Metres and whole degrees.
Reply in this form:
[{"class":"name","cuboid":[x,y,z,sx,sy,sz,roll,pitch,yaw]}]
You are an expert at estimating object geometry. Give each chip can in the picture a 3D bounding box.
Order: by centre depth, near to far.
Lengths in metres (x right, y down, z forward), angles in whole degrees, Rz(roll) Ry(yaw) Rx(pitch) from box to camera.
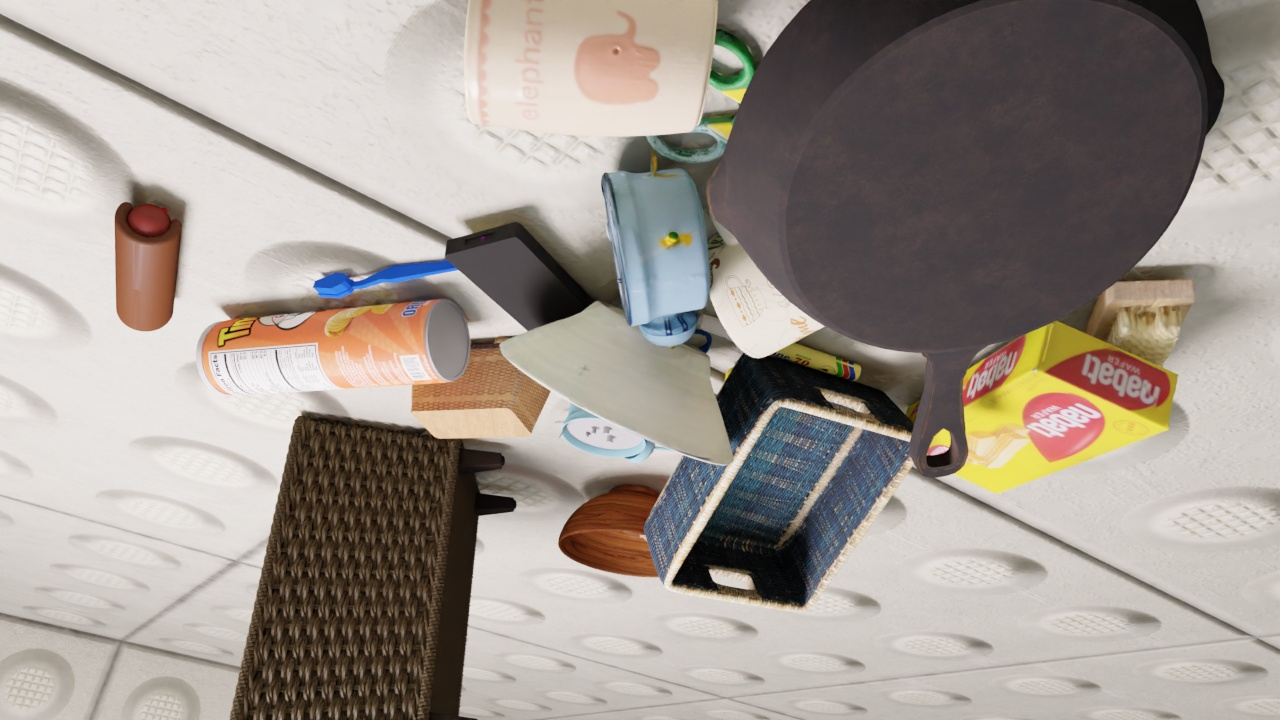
[{"class":"chip can","cuboid":[-0.240,-0.008,0.715,0.211,0.062,0.062,-4,148,19]}]

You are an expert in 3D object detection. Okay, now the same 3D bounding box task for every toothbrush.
[{"class":"toothbrush","cuboid":[-0.153,-0.065,0.648,0.187,0.016,0.011,-7,147,21]}]

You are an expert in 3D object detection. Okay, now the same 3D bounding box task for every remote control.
[{"class":"remote control","cuboid":[-0.075,-0.050,0.641,0.058,0.013,0.133,-10,150,22]}]

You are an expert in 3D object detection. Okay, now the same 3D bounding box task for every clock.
[{"class":"clock","cuboid":[0.009,-0.061,0.540,0.051,0.088,0.125,-11,153,-4]},{"class":"clock","cuboid":[-0.012,0.062,0.801,0.123,0.041,0.088,13,150,-6]}]

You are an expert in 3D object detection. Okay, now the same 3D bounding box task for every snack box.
[{"class":"snack box","cuboid":[0.269,0.040,0.649,0.092,0.042,0.201,25,158,-1]}]

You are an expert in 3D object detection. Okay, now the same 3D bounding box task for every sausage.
[{"class":"sausage","cuboid":[-0.360,-0.067,0.668,0.040,0.040,0.156,20,149,-20]}]

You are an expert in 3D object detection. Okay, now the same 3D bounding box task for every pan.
[{"class":"pan","cuboid":[0.168,-0.042,0.479,0.249,0.043,0.357,-10,134,5]}]

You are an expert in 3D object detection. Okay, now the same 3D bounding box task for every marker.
[{"class":"marker","cuboid":[0.103,-0.010,0.679,0.132,0.014,0.014,18,149,-16]}]

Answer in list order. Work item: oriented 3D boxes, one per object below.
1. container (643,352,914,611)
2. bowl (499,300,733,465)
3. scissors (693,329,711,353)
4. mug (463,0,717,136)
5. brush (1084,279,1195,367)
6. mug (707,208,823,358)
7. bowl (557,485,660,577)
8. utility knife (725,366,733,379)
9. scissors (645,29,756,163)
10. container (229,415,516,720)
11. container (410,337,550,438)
[{"class":"container","cuboid":[0.106,0.098,0.714,0.145,0.071,0.188,16,116,-25]},{"class":"bowl","cuboid":[-0.004,0.004,0.621,0.176,0.058,0.176,26,-174,-3]},{"class":"scissors","cuboid":[0.042,0.009,0.727,0.086,0.015,0.135,-14,145,30]},{"class":"mug","cuboid":[-0.019,-0.154,0.408,0.104,0.085,0.112,7,120,-3]},{"class":"brush","cuboid":[0.321,-0.010,0.601,0.049,0.039,0.117,-1,152,13]},{"class":"mug","cuboid":[0.089,-0.069,0.536,0.097,0.080,0.122,-21,123,29]},{"class":"bowl","cuboid":[-0.008,0.171,0.961,0.147,0.068,0.147,6,151,3]},{"class":"utility knife","cuboid":[0.128,0.049,0.761,0.020,0.028,0.171,-13,146,41]},{"class":"scissors","cuboid":[0.059,-0.127,0.491,0.128,0.012,0.120,26,147,-26]},{"class":"container","cuboid":[-0.239,0.233,0.892,0.205,0.320,0.177,1,150,-1]},{"class":"container","cuboid":[-0.131,0.025,0.746,0.114,0.061,0.063,-2,149,17]}]
